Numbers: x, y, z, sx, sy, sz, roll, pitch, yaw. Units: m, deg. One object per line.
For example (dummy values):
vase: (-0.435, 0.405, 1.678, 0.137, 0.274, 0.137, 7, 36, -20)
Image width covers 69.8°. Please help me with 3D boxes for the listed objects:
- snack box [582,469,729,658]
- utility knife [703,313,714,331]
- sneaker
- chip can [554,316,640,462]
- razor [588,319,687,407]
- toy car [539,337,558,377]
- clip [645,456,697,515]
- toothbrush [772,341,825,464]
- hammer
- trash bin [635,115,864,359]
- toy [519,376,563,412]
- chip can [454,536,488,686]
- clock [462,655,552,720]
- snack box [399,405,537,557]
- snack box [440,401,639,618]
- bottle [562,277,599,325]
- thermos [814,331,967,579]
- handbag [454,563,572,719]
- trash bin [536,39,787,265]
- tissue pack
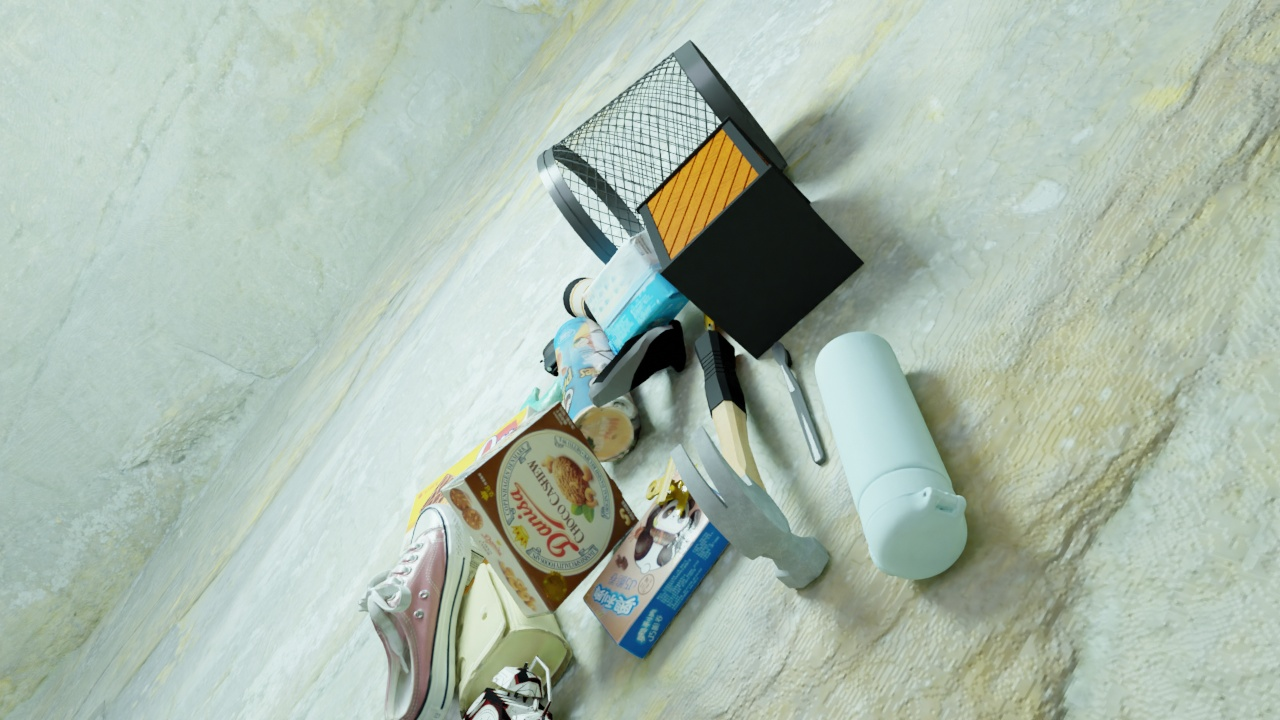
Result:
snack box: (0.019, 0.173, 0.801, 0.151, 0.034, 0.087, -53, 26, -4)
utility knife: (0.075, -0.064, 1.029, 0.017, 0.030, 0.178, -9, 36, 1)
sneaker: (-0.223, 0.233, 0.878, 0.118, 0.087, 0.240, -42, 34, 28)
chip can: (-0.054, 0.027, 1.064, 0.080, 0.080, 0.229, -44, 26, 13)
razor: (-0.006, 0.006, 0.976, 0.155, 0.060, 0.057, -26, -34, -43)
toy car: (-0.111, -0.011, 1.228, 0.046, 0.034, 0.112, -48, 12, 7)
clip: (0.022, 0.110, 0.804, 0.049, 0.045, 0.054, 0, 51, 26)
toothbrush: (0.140, 0.034, 0.814, 0.013, 0.013, 0.167, -40, 29, 21)
hammer: (0.078, 0.055, 0.795, 0.039, 0.131, 0.327, -42, 18, 17)
trash bin: (0.104, -0.129, 0.936, 0.140, 0.139, 0.171, -43, 27, 15)
toy: (-0.127, 0.060, 1.174, 0.105, 0.033, 0.084, -29, 38, 53)
chip can: (-0.178, 0.241, 0.979, 0.075, 0.075, 0.214, 1, 57, 58)
clock: (-0.102, 0.321, 0.763, 0.155, 0.065, 0.114, -63, 24, 10)
snack box: (-0.193, 0.162, 1.122, 0.231, 0.061, 0.109, -38, 29, 26)
snack box: (-0.088, 0.134, 0.846, 0.041, 0.143, 0.146, -26, 10, 43)
bottle: (-0.042, -0.073, 1.187, 0.059, 0.059, 0.182, -55, 26, -9)
thermos: (0.176, 0.062, 0.660, 0.206, 0.065, 0.078, -93, 25, -54)
handbag: (-0.131, 0.268, 0.866, 0.111, 0.081, 0.119, -54, 27, 5)
trash bin: (0.031, -0.239, 1.121, 0.228, 0.218, 0.217, -38, 29, 17)
tissue pack: (-0.003, -0.074, 1.040, 0.061, 0.093, 0.145, -16, -25, -47)
